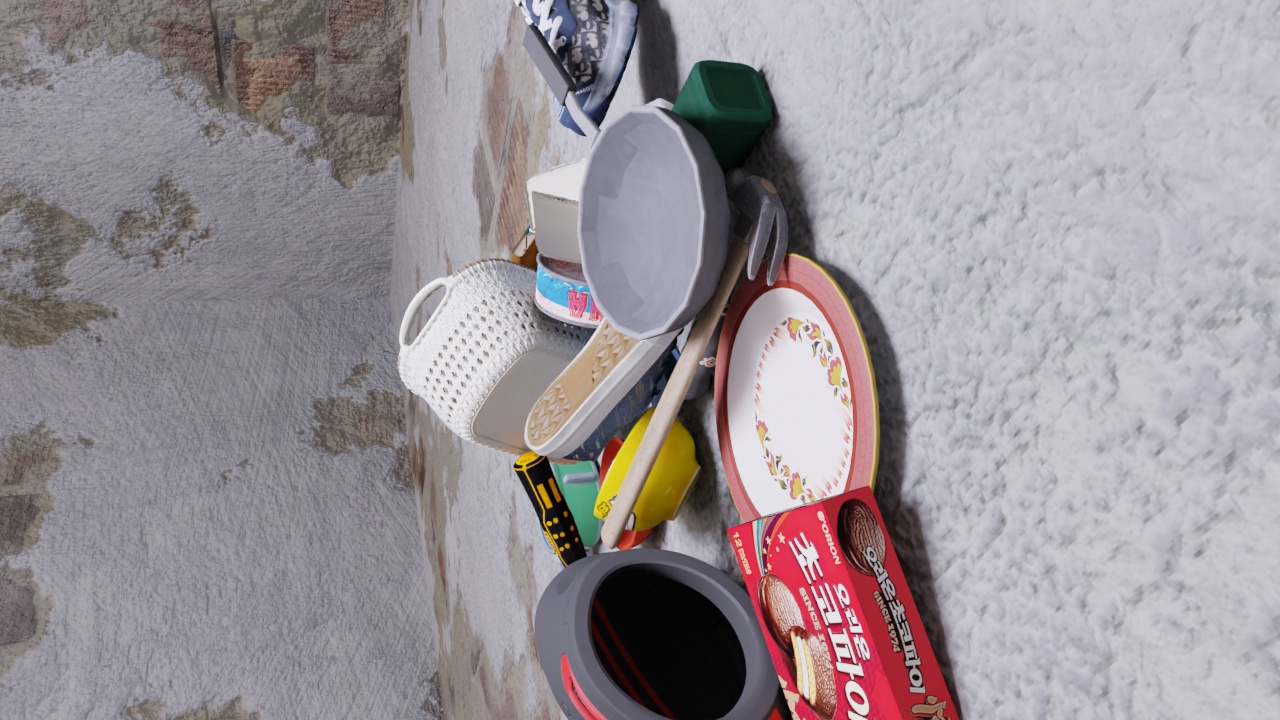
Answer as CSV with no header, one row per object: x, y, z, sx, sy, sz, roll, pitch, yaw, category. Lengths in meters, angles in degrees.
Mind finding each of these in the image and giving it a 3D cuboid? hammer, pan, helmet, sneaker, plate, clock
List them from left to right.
-0.098,0.197,1.175,0.122,0.075,0.162,-131,42,-59,clock
-0.073,-0.344,0.897,0.103,0.132,0.269,134,145,-62,sneaker
-0.060,0.237,0.984,0.123,0.036,0.321,24,138,67,hammer
-0.025,-0.172,0.761,0.357,0.041,0.179,61,141,32,pan
-0.005,0.005,0.827,0.236,0.079,0.087,-50,36,11,sneaker
0.013,0.254,0.757,0.265,0.164,0.170,40,149,39,helmet
0.031,0.011,0.733,0.332,0.030,0.119,-65,20,20,hammer
0.112,0.038,0.671,0.230,0.021,0.230,177,90,-69,plate

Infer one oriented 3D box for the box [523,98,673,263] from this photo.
-0.035,-0.154,0.850,0.095,0.186,0.145,36,-140,-67,box

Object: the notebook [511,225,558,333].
-0.110,-0.101,1.093,0.250,0.014,0.178,99,-167,-50,notebook

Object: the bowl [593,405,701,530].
0.014,0.108,0.849,0.117,0.067,0.117,-58,-12,-20,bowl

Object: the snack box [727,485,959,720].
0.124,0.168,0.591,0.133,0.035,0.152,-40,67,64,snack box

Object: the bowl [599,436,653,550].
-0.008,0.142,0.985,0.122,0.035,0.122,177,90,-69,bowl

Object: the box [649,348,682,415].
0.006,-0.025,0.957,0.209,0.049,0.066,-114,10,-48,box

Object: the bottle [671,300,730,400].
0.056,-0.010,0.794,0.110,0.036,0.036,110,150,-46,bottle

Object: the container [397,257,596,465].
-0.121,0.011,0.982,0.185,0.246,0.143,-53,49,14,container

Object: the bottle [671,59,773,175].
0.050,-0.174,0.747,0.132,0.061,0.061,124,139,-54,bottle

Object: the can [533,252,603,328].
-0.039,-0.076,0.905,0.130,0.129,0.044,-128,40,-57,can
